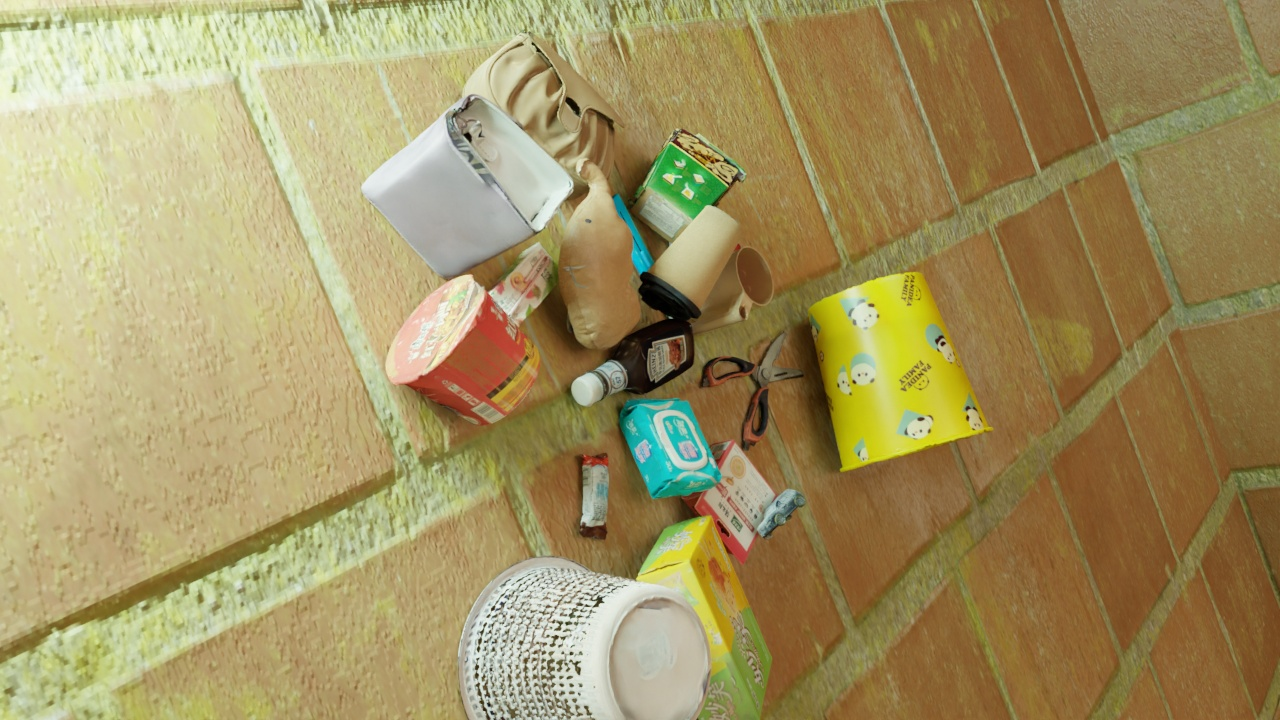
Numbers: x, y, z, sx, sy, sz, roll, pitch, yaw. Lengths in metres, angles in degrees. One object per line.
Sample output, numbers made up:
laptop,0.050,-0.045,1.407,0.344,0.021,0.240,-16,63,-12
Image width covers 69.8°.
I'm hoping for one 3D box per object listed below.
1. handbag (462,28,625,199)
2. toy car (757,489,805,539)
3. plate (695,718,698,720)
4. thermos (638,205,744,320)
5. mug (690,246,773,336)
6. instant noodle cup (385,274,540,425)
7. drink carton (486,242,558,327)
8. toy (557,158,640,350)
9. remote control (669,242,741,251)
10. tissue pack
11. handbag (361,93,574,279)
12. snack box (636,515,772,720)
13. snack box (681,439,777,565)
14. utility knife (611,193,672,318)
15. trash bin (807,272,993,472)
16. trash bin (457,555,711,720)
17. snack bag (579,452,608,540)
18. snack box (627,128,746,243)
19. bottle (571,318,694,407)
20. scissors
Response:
handbag,-0.108,-0.302,1.127,0.204,0.100,0.147,37,58,-33
toy car,0.185,0.203,1.220,0.034,0.043,0.090,46,42,11
plate,0.015,0.459,1.026,0.179,0.024,0.180,-29,125,-54
thermos,0.066,-0.122,1.168,0.093,0.093,0.143,38,84,-27
mug,0.111,-0.086,1.247,0.084,0.104,0.124,45,47,-28
instant noodle cup,-0.181,-0.003,0.962,0.108,0.138,0.137,44,52,-34
drink carton,-0.141,-0.080,1.070,0.053,0.046,0.122,49,50,-18
toy,-0.052,-0.124,1.098,0.143,0.083,0.226,-49,137,-62
remote control,0.095,-0.161,1.321,0.135,0.020,0.055,15,69,-38
tissue pack,0.037,0.106,1.149,0.093,0.050,0.133,-3,58,-41
handbag,-0.183,-0.180,0.960,0.145,0.197,0.098,42,56,-25
snack box,0.081,0.310,1.092,0.210,0.070,0.157,66,16,-4
snack box,0.115,0.190,1.219,0.113,0.044,0.126,52,49,-19
utility knife,0.010,-0.124,1.237,0.034,0.018,0.214,-41,107,-41
trash bin,0.379,0.017,1.391,0.229,0.230,0.255,-5,76,-42
trash bin,-0.043,0.310,0.945,0.227,0.193,0.227,14,68,-38
snack bag,-0.054,0.159,1.090,0.045,0.026,0.105,17,67,-47
snack box,0.054,-0.226,1.239,0.117,0.118,0.105,36,66,-5
bottle,-0.007,0.007,1.155,0.194,0.044,0.080,-27,121,-42
scissors,0.167,0.029,1.333,0.189,0.015,0.226,35,56,-29
